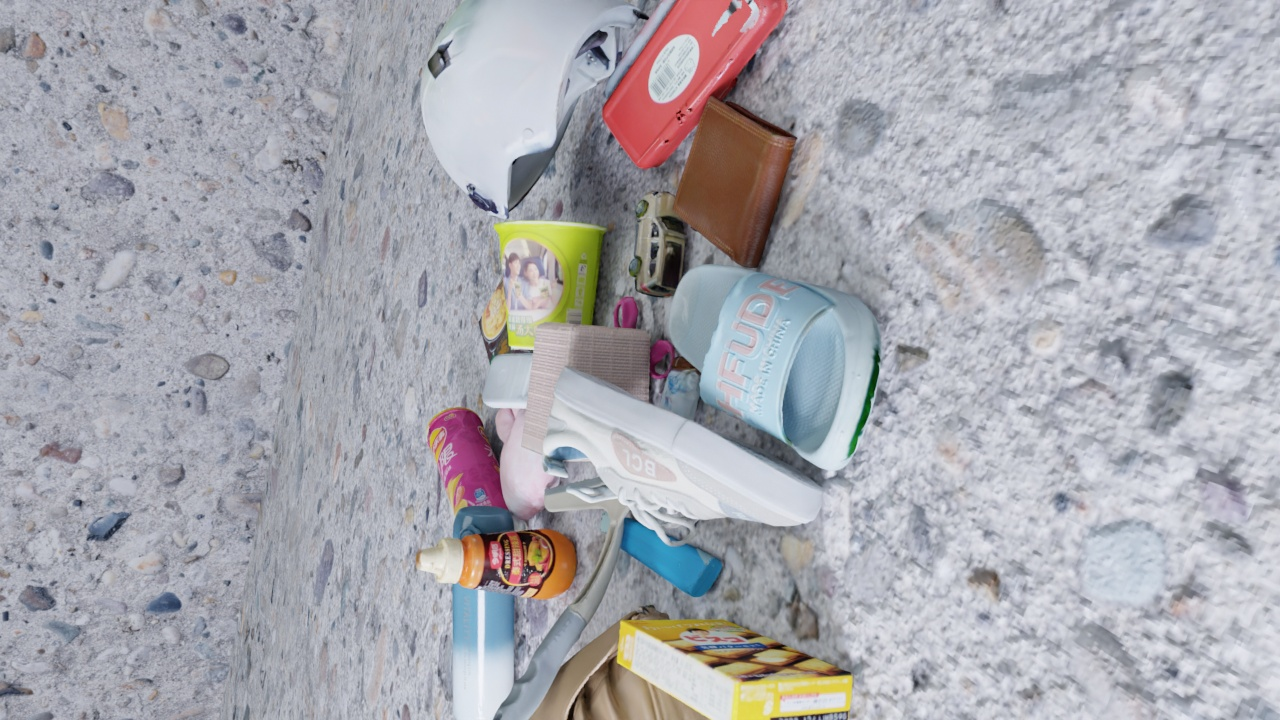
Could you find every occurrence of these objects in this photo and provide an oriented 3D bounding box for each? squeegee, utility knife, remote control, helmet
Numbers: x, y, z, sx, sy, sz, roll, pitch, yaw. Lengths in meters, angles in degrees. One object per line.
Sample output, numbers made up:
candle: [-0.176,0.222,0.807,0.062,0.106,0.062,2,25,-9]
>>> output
squeegee: [-0.052,0.195,0.728,0.247,0.039,0.245,-21,33,49]
utility knife: [0.006,0.151,0.751,0.192,0.018,0.034,11,77,62]
remote control: [-0.095,0.020,0.886,0.136,0.020,0.055,-2,67,35]
helmet: [-0.124,-0.261,0.869,0.228,0.146,0.259,-58,9,-20]

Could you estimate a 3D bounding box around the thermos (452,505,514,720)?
thermos: [-0.160,0.254,0.928,0.070,0.070,0.220,20,111,61]

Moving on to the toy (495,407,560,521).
toy: [-0.118,0.087,0.952,0.122,0.054,0.159,-63,33,34]

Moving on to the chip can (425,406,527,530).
chip can: [-0.191,0.137,1.052,0.210,0.071,0.071,51,126,53]

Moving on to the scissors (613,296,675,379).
scissors: [-0.004,0.005,0.816,0.136,0.017,0.133,-18,71,57]

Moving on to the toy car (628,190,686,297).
toy car: [0.018,-0.100,0.777,0.035,0.042,0.090,-2,81,51]

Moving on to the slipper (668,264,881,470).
slipper: [0.074,-0.013,0.621,0.245,0.074,0.104,38,114,59]

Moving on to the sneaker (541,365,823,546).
sneaker: [0.012,0.079,0.641,0.242,0.089,0.090,21,89,44]

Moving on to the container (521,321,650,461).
container: [-0.044,0.025,0.787,0.090,0.089,0.111,9,94,61]

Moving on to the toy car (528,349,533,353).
toy car: [-0.091,0.022,0.934,0.034,0.043,0.090,-62,35,27]

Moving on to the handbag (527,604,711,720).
handbag: [-0.028,0.286,0.690,0.205,0.099,0.147,-49,41,38]

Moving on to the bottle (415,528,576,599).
bottle: [-0.136,0.189,0.859,0.067,0.149,0.066,-25,60,56]

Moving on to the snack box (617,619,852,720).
snack box: [0.055,0.195,0.581,0.141,0.086,0.033,-4,79,61]

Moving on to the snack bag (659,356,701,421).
snack bag: [0.027,0.044,0.724,0.048,0.026,0.104,2,72,54]

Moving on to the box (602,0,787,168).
box: [0.049,-0.269,0.773,0.116,0.098,0.202,54,138,8]

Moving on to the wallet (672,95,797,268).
wallet: [0.071,-0.139,0.707,0.124,0.032,0.101,52,130,53]

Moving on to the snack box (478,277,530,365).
snack box: [-0.135,-0.032,1.029,0.126,0.053,0.113,-57,37,28]

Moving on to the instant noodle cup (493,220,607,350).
instant noodle cup: [-0.090,-0.070,0.904,0.112,0.111,0.123,6,95,61]
